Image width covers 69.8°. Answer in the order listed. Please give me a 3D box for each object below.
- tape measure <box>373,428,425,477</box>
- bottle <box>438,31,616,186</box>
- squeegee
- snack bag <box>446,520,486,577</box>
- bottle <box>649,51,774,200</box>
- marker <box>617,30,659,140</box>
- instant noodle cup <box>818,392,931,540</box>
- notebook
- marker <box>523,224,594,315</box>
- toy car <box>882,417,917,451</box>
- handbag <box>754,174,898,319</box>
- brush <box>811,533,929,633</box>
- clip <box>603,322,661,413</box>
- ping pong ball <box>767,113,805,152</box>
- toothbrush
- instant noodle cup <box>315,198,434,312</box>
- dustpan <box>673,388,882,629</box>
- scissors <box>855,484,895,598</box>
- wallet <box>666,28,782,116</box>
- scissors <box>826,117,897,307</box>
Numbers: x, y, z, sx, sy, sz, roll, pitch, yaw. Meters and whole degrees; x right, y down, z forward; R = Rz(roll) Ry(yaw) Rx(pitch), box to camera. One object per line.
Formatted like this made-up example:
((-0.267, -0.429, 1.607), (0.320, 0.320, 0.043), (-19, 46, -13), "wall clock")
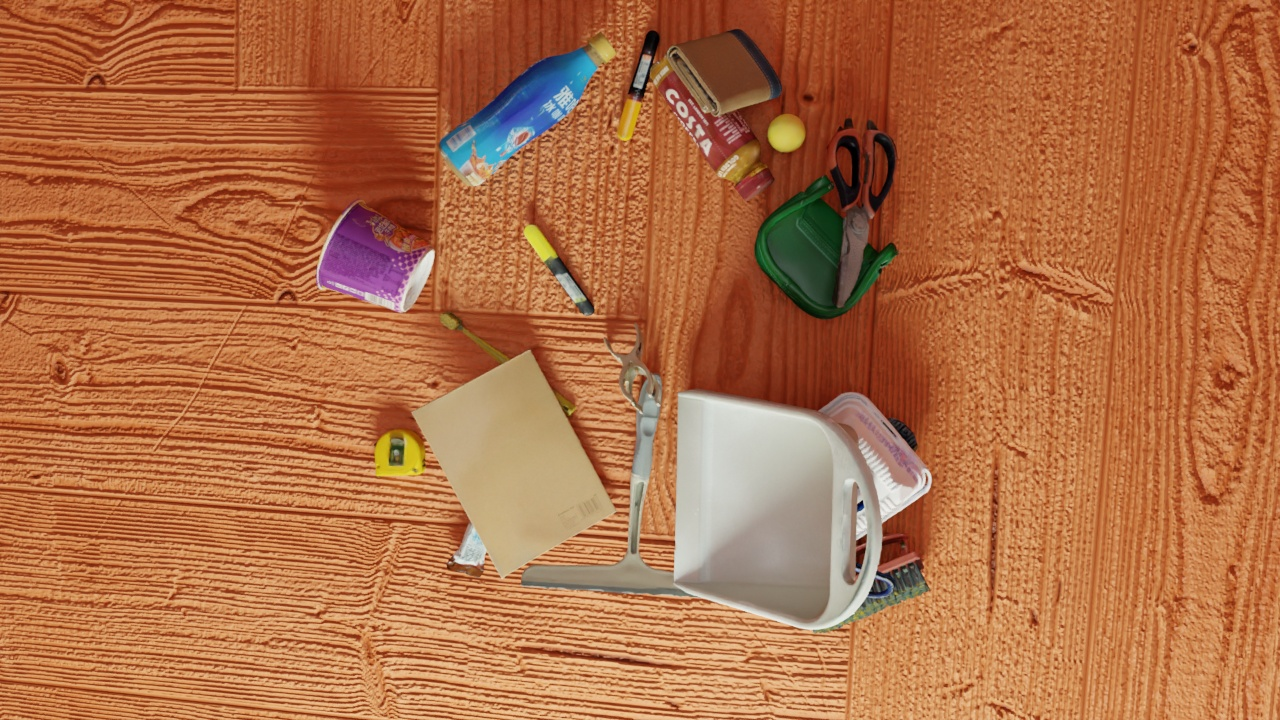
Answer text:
((-0.283, 0.109, 1.073), (0.060, 0.029, 0.057), (-2, 93, 8), "tape measure")
((-0.121, -0.280, 1.009), (0.219, 0.065, 0.065), (-37, 88, 7), "bottle")
((0.000, 0.137, 1.032), (0.246, 0.039, 0.246), (6, 88, -11), "squeegee")
((-0.187, 0.202, 1.066), (0.045, 0.026, 0.105), (20, 96, -24), "snack bag")
((0.079, -0.254, 0.985), (0.057, 0.057, 0.175), (-34, 88, 8), "bottle")
((-0.002, -0.304, 1.016), (0.018, 0.015, 0.124), (17, 93, 5), "marker")
((0.202, 0.133, 0.973), (0.174, 0.060, 0.138), (-41, 88, 22), "instant noodle cup")
((-0.139, 0.115, 1.028), (0.149, 0.012, 0.211), (-29, 92, -11), "notebook")
((-0.092, -0.102, 1.042), (0.018, 0.015, 0.124), (-36, 92, 9), "marker")
((0.252, 0.106, 0.998), (0.049, 0.031, 0.106), (48, 112, 5), "toy car")
((0.192, -0.116, 0.974), (0.131, 0.068, 0.120), (44, 92, 4), "handbag")
((0.236, 0.243, 1.000), (0.146, 0.063, 0.069), (-27, 59, 10), "brush")
((-0.009, 0.008, 1.011), (0.076, 0.035, 0.100), (-24, 61, 10), "clip")
((0.157, -0.244, 0.984), (0.040, 0.040, 0.040), (0, 94, 8), "ping pong ball")
((-0.154, 0.003, 1.055), (0.190, 0.016, 0.016), (37, 98, 4), "toothbrush")
((-0.291, -0.111, 1.026), (0.099, 0.111, 0.111), (24, 96, -4), "instant noodle cup")
((0.120, 0.144, 0.893), (0.258, 0.142, 0.222), (2, 91, 28), "dustpan")
((0.190, 0.193, 0.954), (0.162, 0.012, 0.176), (39, 115, 7), "scissors")
((0.089, -0.300, 0.956), (0.090, 0.115, 0.033), (55, 137, 4), "wallet")
((0.210, -0.155, 0.942), (0.209, 0.015, 0.177), (-37, 88, -24), "scissors")
